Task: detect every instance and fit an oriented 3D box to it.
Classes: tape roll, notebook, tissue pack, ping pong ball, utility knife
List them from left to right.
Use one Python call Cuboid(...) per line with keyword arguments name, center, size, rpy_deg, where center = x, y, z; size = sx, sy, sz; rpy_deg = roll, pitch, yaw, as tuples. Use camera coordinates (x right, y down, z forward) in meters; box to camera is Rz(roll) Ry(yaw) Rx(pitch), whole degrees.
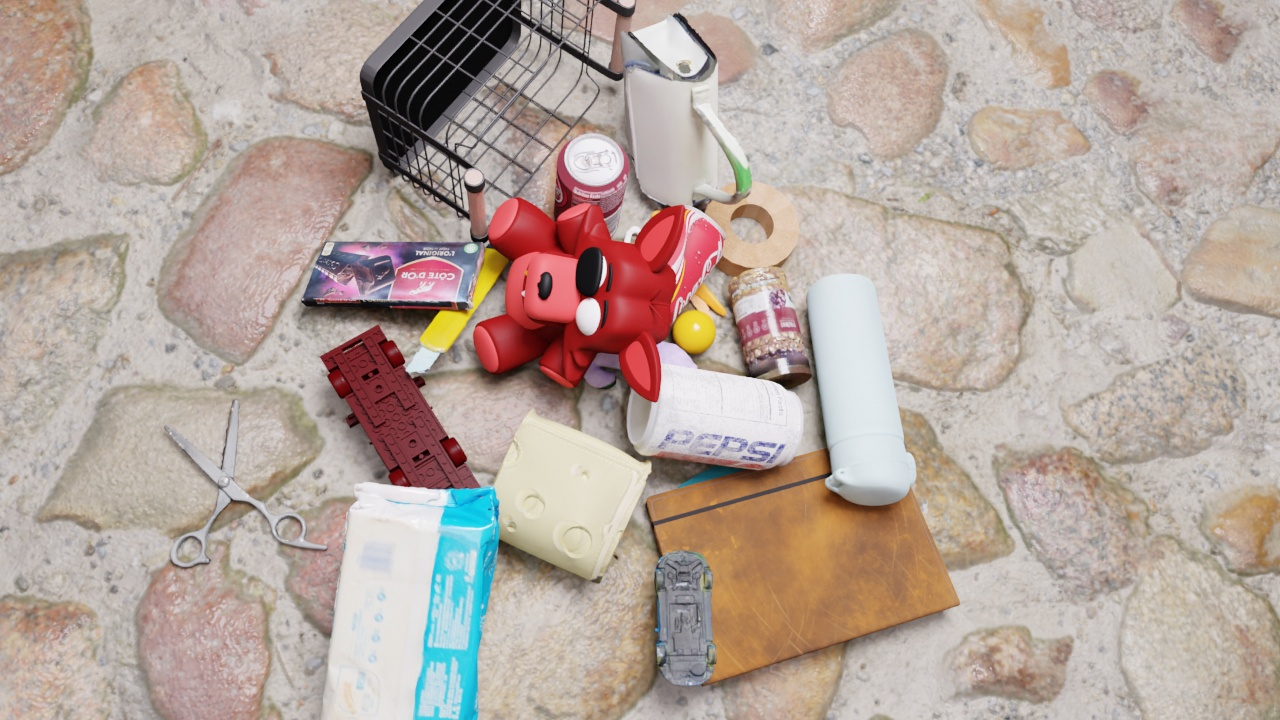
Cuboid(name="tissue pack", center=(-0.173, 0.192, 0.702), size=(0.117, 0.066, 0.209), rpy_deg=(7, 95, -3))
Cuboid(name="utility knife", center=(-0.160, -0.049, 0.813), size=(0.030, 0.017, 0.174), rpy_deg=(18, 44, 8))
Cuboid(name="ping pong ball", center=(0.050, -0.026, 0.846), size=(0.040, 0.040, 0.040), rpy_deg=(2, 71, -6))
Cuboid(name="tape roll", center=(0.106, -0.127, 0.893), size=(0.094, 0.027, 0.094), rpy_deg=(2, 71, -6))
Cuboid(name="notebook", center=(0.128, 0.160, 0.795), size=(0.249, 0.014, 0.178), rpy_deg=(-14, 68, -11))

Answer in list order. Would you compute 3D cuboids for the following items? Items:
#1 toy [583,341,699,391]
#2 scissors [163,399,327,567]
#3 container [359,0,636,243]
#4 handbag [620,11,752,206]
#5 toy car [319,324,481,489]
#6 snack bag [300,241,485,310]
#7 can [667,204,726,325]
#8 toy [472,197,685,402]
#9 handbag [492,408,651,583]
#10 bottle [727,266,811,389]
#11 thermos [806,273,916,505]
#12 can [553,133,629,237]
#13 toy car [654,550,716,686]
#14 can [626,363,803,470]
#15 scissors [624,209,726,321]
Cuboid(name="toy", center=(-0.005, 0.005, 0.833), size=(0.099, 0.036, 0.080), rpy_deg=(40, 82, 10))
Cuboid(name="scissors", center=(-0.334, 0.112, 0.768), size=(0.171, 0.014, 0.141), rpy_deg=(22, 73, 0))
Cuboid(name="container", center=(-0.127, -0.249, 0.835), size=(0.130, 0.163, 0.240), rpy_deg=(34, 71, 5))
Cuboid(name="handbag", center=(0.039, -0.202, 0.825), size=(0.074, 0.151, 0.176), rpy_deg=(-24, 56, -14))
Cuboid(name="toy car", center=(-0.200, 0.058, 0.776), size=(0.070, 0.062, 0.170), rpy_deg=(-32, 78, -16))
Cuboid(name="snack bag", center=(-0.219, -0.076, 0.820), size=(0.155, 0.018, 0.074), rpy_deg=(1, 52, 5))
Cuboid(name="can", center=(0.028, -0.085, 0.839), size=(0.064, 0.064, 0.104), rpy_deg=(36, 84, 6))
Cuboid(name="toy", center=(-0.050, -0.055, 0.765), size=(0.120, 0.197, 0.158), rpy_deg=(9, 91, -44))
Cuboid(name="handbag", center=(-0.060, 0.113, 0.765), size=(0.119, 0.081, 0.111), rpy_deg=(24, 83, -1))
Cuboid(name="bottle", center=(0.118, -0.028, 0.847), size=(0.056, 0.056, 0.105), rpy_deg=(-8, 72, -10))
Cuboid(name="thermos", center=(0.193, 0.025, 0.818), size=(0.078, 0.065, 0.206), rpy_deg=(4, 62, -14))
Cuboid(name="can", center=(-0.046, -0.154, 0.838), size=(0.063, 0.114, 0.063), rpy_deg=(2, 71, -6))
Cuboid(name="toy car", center=(0.034, 0.207, 0.738), size=(0.048, 0.032, 0.105), rpy_deg=(0, 68, -5))
Cuboid(name="can", center=(0.063, 0.049, 0.783), size=(0.136, 0.078, 0.078), rpy_deg=(9, 70, -17))
Cuboid(name="scissors", center=(0.033, -0.083, 0.878), size=(0.073, 0.013, 0.131), rpy_deg=(-27, 78, -11))
